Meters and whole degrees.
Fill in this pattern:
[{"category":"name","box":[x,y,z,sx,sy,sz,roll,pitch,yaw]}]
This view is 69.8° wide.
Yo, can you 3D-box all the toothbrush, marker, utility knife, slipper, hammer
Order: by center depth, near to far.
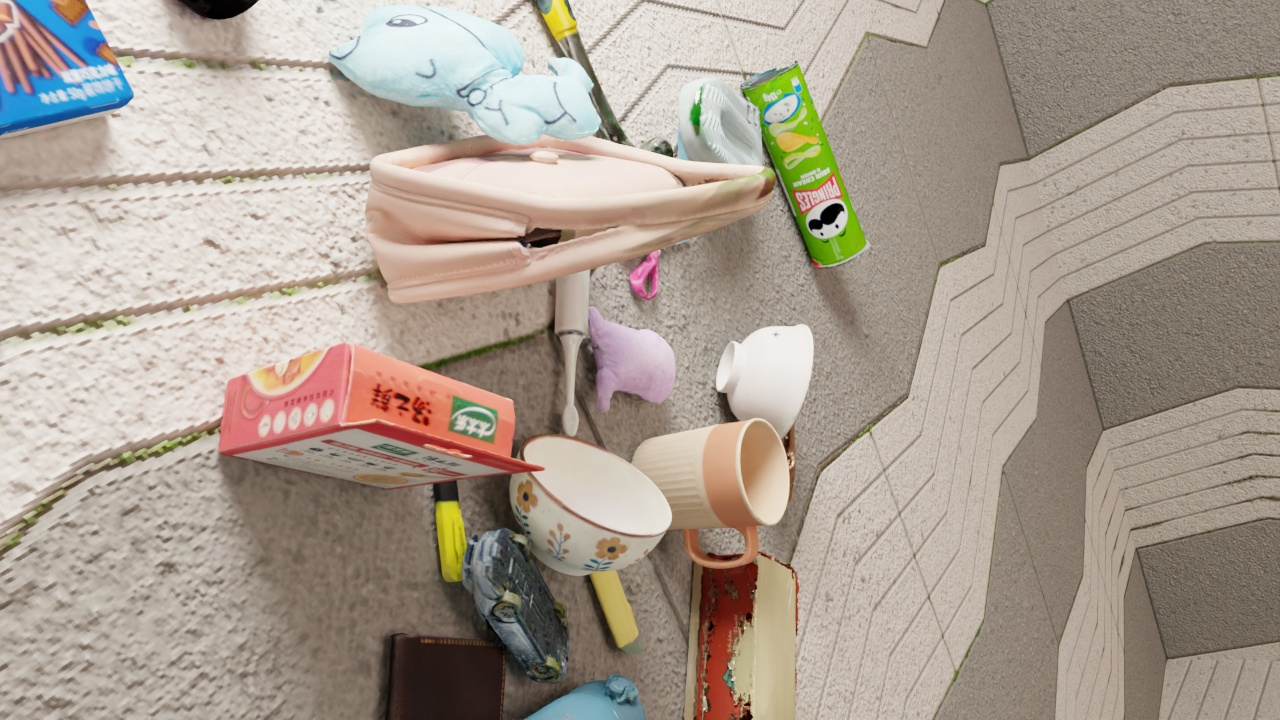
[{"category":"marker","box":[-0.122,0.077,0.579,0.018,0.015,0.124,3,78,-62]},{"category":"utility knife","box":[-0.031,0.143,0.687,0.030,0.019,0.173,-26,103,-59]},{"category":"toothbrush","box":[-0.052,-0.048,0.706,0.026,0.026,0.220,4,73,-11]},{"category":"hammer","box":[-0.068,-0.287,0.750,0.125,0.032,0.323,-49,120,-50]},{"category":"slipper","box":[0.068,-0.203,0.877,0.245,0.074,0.104,-3,91,-72]}]

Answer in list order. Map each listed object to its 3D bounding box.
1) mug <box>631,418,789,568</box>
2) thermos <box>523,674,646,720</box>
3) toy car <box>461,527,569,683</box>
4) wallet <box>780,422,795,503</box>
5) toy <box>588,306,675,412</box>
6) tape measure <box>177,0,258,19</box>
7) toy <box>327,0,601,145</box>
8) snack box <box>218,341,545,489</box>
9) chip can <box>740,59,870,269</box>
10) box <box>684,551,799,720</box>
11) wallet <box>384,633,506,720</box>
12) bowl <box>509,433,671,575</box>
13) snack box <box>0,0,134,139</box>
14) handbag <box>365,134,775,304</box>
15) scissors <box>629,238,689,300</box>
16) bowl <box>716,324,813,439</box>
[{"category":"mug","box":[0.058,0.110,0.744,0.081,0.106,0.114,2,78,-54]},{"category":"thermos","box":[-0.063,0.245,0.544,0.220,0.070,0.070,1,79,-65]},{"category":"toy car","box":[-0.078,0.160,0.593,0.054,0.037,0.121,-88,158,-51]},{"category":"wallet","box":[0.146,0.075,0.918,0.101,0.020,0.115,80,15,-60]},{"category":"toy","box":[-0.004,0.004,0.747,0.108,0.039,0.083,13,70,-55]},{"category":"tape measure","box":[-0.228,-0.217,0.494,0.057,0.039,0.058,-2,82,-55]},{"category":"toy","box":[-0.112,-0.189,0.595,0.161,0.050,0.156,-20,59,-34]},{"category":"snack box","box":[-0.132,0.032,0.480,0.113,0.127,0.044,26,60,-50]},{"category":"chip can","box":[0.192,-0.224,1.067,0.236,0.072,0.072,63,37,-19]},{"category":"box","box":[0.094,0.251,0.779,0.091,0.079,0.168,32,54,-47]},{"category":"wallet","box":[-0.115,0.227,0.543,0.096,0.020,0.122,29,56,-54]},{"category":"bowl","box":[-0.042,0.106,0.627,0.113,0.113,0.062,1,123,-55]},{"category":"snack box","box":[-0.299,-0.176,0.394,0.084,0.026,0.157,-41,114,-51]},{"category":"handbag","box":[-0.030,-0.095,0.566,0.192,0.235,0.093,-30,119,-53]},{"category":"scissors","box":[0.018,-0.098,0.833,0.137,0.017,0.096,-17,93,-59]},{"category":"bowl","box":[0.110,0.014,0.872,0.064,0.119,0.118,15,62,-10]}]
